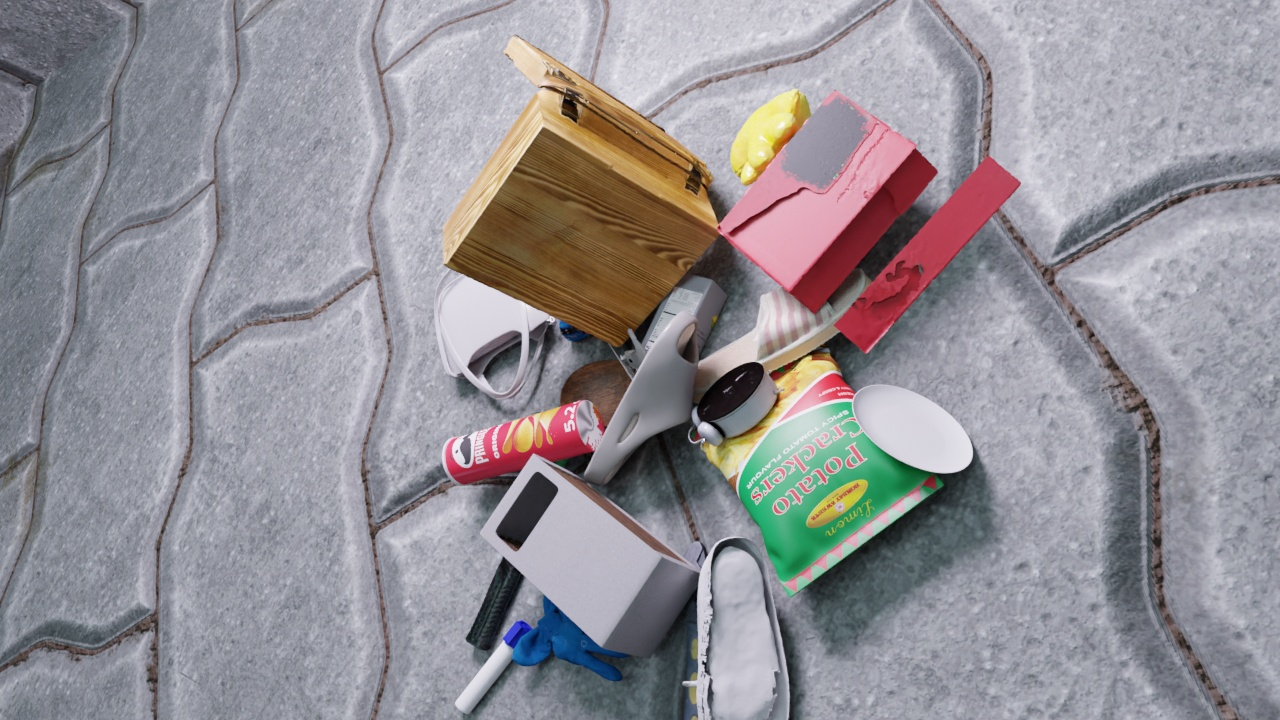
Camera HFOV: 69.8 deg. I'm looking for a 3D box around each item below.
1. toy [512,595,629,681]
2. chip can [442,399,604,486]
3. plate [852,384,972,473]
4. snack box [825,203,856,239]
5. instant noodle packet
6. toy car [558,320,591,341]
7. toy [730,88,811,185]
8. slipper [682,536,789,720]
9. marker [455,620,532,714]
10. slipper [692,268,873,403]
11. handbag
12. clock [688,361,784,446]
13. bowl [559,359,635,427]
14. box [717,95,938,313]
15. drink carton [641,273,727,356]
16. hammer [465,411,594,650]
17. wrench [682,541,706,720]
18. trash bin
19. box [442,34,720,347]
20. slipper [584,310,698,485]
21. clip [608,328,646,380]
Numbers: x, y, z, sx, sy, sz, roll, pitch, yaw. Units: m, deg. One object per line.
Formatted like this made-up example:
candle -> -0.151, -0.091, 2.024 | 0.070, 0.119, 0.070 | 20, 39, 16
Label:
toy -> -0.091, 0.336, 1.106 | 0.176, 0.071, 0.112 | 17, 83, 48
chip can -> -0.157, 0.111, 1.219 | 0.221, 0.069, 0.069 | -17, 59, 27
plate -> 0.285, 0.074, 0.969 | 0.134, 0.134, 0.011 | 53, 137, 38
snack box -> 0.242, -0.193, 1.141 | 0.106, 0.083, 0.061 | -11, 61, 29
instant noodle packet -> 0.183, 0.108, 1.025 | 0.196, 0.090, 0.252 | -39, 46, 8
toy car -> -0.088, -0.087, 1.329 | 0.056, 0.043, 0.120 | -9, 60, 32
toy -> 0.173, -0.284, 1.185 | 0.092, 0.207, 0.134 | 39, 108, 3
slipper -> 0.099, 0.316, 0.982 | 0.112, 0.074, 0.246 | -4, 75, 6
marker -> -0.187, 0.391, 1.170 | 0.133, 0.027, 0.023 | -52, 47, 1
slipper -> 0.158, -0.038, 1.120 | 0.263, 0.052, 0.114 | -33, 25, 20
handbag -> -0.210, -0.049, 1.362 | 0.216, 0.095, 0.222 | -30, 60, 21
clock -> 0.104, 0.054, 1.061 | 0.123, 0.035, 0.094 | -40, 19, 7
bowl -> -0.052, 0.050, 1.244 | 0.114, 0.026, 0.101 | -12, 60, 14
box -> 0.231, -0.174, 1.097 | 0.214, 0.153, 0.165 | -50, 58, 10
drink carton -> 0.056, -0.048, 1.213 | 0.076, 0.048, 0.124 | 19, 79, 38
hammer -> -0.152, 0.229, 1.225 | 0.130, 0.032, 0.318 | 16, 77, 37
wrench -> 0.065, 0.339, 1.034 | 0.073, 0.022, 0.272 | -12, 61, 28
trash bin -> -0.059, 0.227, 1.079 | 0.229, 0.114, 0.114 | 32, 87, 36
box -> -0.076, -0.262, 1.240 | 0.287, 0.279, 0.333 | -46, 33, 29
slipper -> 0.020, 0.065, 1.128 | 0.080, 0.112, 0.266 | 36, 116, 13
clip -> -0.008, 0.007, 1.198 | 0.052, 0.102, 0.057 | -20, 23, 32
